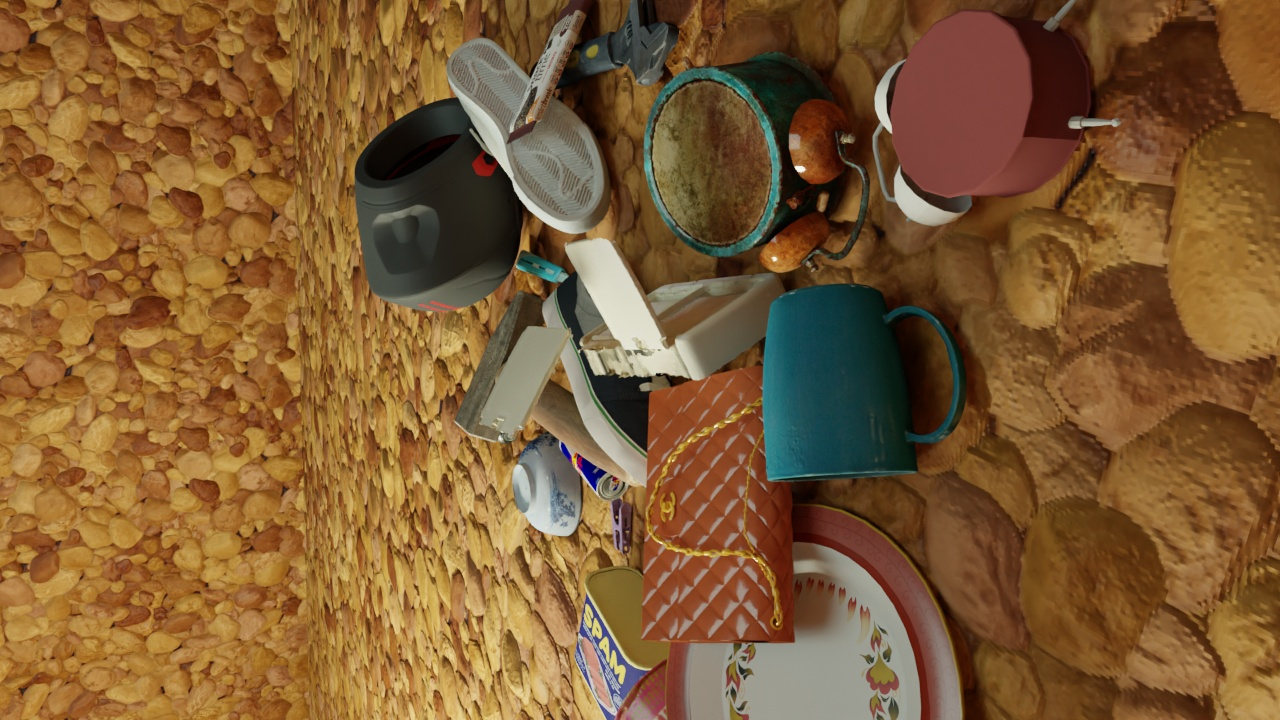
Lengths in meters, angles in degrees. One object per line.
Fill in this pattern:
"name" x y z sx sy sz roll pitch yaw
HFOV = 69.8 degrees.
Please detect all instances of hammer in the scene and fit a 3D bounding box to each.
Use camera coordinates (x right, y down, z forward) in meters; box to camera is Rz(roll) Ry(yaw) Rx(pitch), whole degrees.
"hammer" -0.073 0.040 0.864 0.301 0.037 0.158 28 95 52

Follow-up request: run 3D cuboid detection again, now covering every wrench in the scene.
"wrench" -0.039 -0.267 0.807 0.274 0.022 0.073 14 101 60

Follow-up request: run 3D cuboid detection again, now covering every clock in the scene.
"clock" 0.158 -0.117 0.441 0.125 0.044 0.087 -26 71 60
"clock" 0.079 -0.118 0.562 0.158 0.073 0.121 37 133 35

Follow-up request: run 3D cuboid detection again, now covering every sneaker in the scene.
"sneaker" -0.005 0.005 0.733 0.079 0.084 0.235 -50 51 26
"sneaker" -0.098 -0.204 0.878 0.242 0.089 0.091 53 177 25

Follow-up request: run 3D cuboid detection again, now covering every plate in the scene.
"plate" 0.100 0.204 0.569 0.230 0.021 0.229 -23 59 45

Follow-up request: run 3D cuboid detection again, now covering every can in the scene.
"can" -0.013 0.254 0.801 0.116 0.056 0.092 49 136 48
"can" -0.046 0.095 0.862 0.095 0.032 0.032 41 129 52

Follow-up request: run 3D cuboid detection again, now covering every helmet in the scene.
"helmet" -0.207 -0.148 0.976 0.264 0.164 0.170 -83 -23 -49

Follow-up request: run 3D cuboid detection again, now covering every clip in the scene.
"clip" -0.017 0.152 0.840 0.035 0.013 0.052 13 108 62

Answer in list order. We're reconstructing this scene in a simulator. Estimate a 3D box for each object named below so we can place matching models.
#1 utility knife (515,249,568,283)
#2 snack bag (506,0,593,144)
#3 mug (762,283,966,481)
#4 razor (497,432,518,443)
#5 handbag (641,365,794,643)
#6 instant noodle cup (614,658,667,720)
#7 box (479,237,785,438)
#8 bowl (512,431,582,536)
"utility knife" -0.093 -0.094 0.944 0.151 0.015 0.022 24 90 57
"snack bag" -0.080 -0.268 0.823 0.057 0.013 0.157 0 66 60
"mug" 0.121 0.011 0.507 0.112 0.084 0.104 -10 78 33
"razor" -0.180 0.073 1.101 0.067 0.053 0.152 66 156 1
"handbag" 0.051 0.096 0.605 0.109 0.060 0.171 -17 63 44
"instant noodle cup" 0.049 0.283 0.660 0.108 0.097 0.098 38 127 45
"box" -0.022 -0.032 0.603 0.144 0.192 0.106 -2 119 57
"bowl" -0.105 0.131 0.965 0.114 0.045 0.114 15 107 60
